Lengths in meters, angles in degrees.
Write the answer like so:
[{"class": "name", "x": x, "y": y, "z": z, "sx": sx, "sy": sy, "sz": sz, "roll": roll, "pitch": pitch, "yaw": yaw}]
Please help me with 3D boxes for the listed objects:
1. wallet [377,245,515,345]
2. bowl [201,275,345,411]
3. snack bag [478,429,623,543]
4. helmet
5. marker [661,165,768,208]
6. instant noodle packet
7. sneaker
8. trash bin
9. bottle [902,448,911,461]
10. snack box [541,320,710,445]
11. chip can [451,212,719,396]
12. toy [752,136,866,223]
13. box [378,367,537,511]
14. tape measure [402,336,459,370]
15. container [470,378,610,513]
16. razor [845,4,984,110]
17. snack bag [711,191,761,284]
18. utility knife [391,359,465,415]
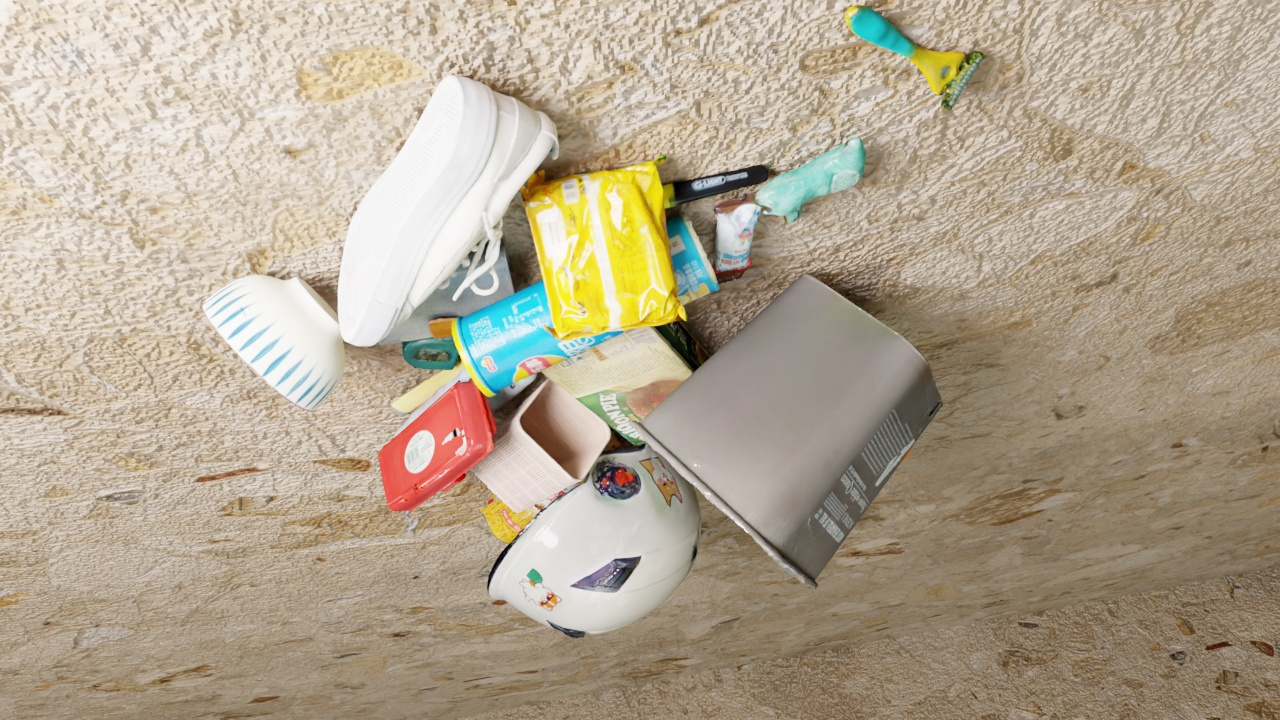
[{"class": "wallet", "x": -0.169, "y": -0.050, "z": 0.772, "sx": 0.129, "sy": 0.037, "sz": 0.107, "roll": -9, "pitch": 151, "yaw": -3}, {"class": "bowl", "x": -0.275, "y": -0.023, "z": 0.721, "sx": 0.066, "sy": 0.116, "sz": 0.116, "roll": -43, "pitch": 150, "yaw": -6}, {"class": "snack bag", "x": -0.092, "y": 0.159, "z": 1.162, "sx": 0.208, "sy": 0.073, "sz": 0.128, "roll": -27, "pitch": 148, "yaw": 14}, {"class": "helmet", "x": -0.027, "y": 0.211, "z": 1.028, "sx": 0.273, "sy": 0.157, "sz": 0.231, "roll": -32, "pitch": 157, "yaw": -56}, {"class": "marker", "x": 0.038, "y": -0.132, "z": 0.712, "sx": 0.124, "sy": 0.018, "sz": 0.015, "roll": -13, "pitch": 157, "yaw": 2}, {"class": "instant noodle packet", "x": -0.027, "y": -0.084, "z": 0.685, "sx": 0.110, "sy": 0.128, "sz": 0.044, "roll": -10, "pitch": -169, "yaw": -4}, {"class": "sneaker", "x": -0.141, "y": -0.095, "z": 0.658, "sx": 0.090, "sy": 0.089, "sz": 0.243, "roll": 8, "pitch": 140, "yaw": -38}, {"class": "trash bin", "x": 0.148, "y": 0.062, "z": 0.862, "sx": 0.219, "sy": 0.198, "sz": 0.199, "roll": -47, "pitch": 147, "yaw": -2}, {"class": "bottle", "x": 0.268, "y": 0.104, "z": 1.178, "sx": 0.149, "sy": 0.066, "sz": 0.067, "roll": -4, "pitch": 152, "yaw": 3}, {"class": "snack box", "x": -0.005, "y": 0.005, "z": 0.899, "sx": 0.115, "sy": 0.063, "sz": 0.240, "roll": -20, "pitch": 150, "yaw": 17}, {"class": "chip can", "x": -0.045, "y": -0.045, "z": 0.750, "sx": 0.210, "sy": 0.071, "sz": 0.071, "roll": -25, "pitch": 150, "yaw": 3}, {"class": "toy", "x": 0.133, "y": -0.137, "z": 0.720, "sx": 0.092, "sy": 0.030, "sz": 0.096, "roll": -22, "pitch": 163, "yaw": 8}, {"class": "box", "x": -0.181, "y": 0.081, "z": 0.929, "sx": 0.100, "sy": 0.094, "sz": 0.202, "roll": -2, "pitch": 157, "yaw": -40}, {"class": "tape measure", "x": -0.192, "y": -0.011, "z": 0.846, "sx": 0.054, "sy": 0.025, "sz": 0.058, "roll": 1, "pitch": 149, "yaw": -22}, {"class": "container", "x": -0.108, "y": 0.091, "z": 0.943, "sx": 0.090, "sy": 0.089, "sz": 0.111, "roll": 46, "pitch": 129, "yaw": -10}, {"class": "razor", "x": 0.177, "y": -0.208, "z": 0.610, "sx": 0.132, "sy": 0.028, "sz": 0.043, "roll": 10, "pitch": 122, "yaw": -38}, {"class": "snack bag", "x": 0.079, "y": -0.104, "z": 0.768, "sx": 0.045, "sy": 0.026, "sz": 0.105, "roll": -12, "pitch": 148, "yaw": -7}, {"class": "utility knife", "x": -0.189, "y": 0.020, "z": 0.907, "sx": 0.183, "sy": 0.019, "sz": 0.031, "roll": -23, "pitch": 155, "yaw": 34}]
